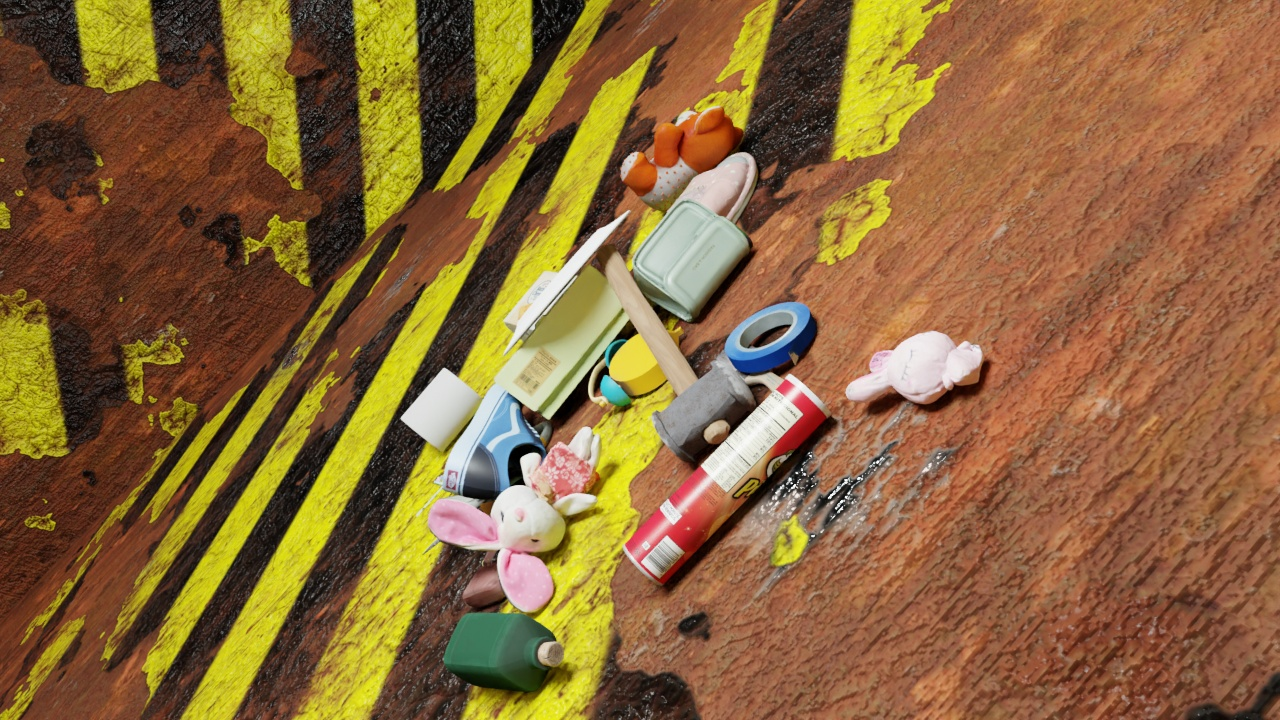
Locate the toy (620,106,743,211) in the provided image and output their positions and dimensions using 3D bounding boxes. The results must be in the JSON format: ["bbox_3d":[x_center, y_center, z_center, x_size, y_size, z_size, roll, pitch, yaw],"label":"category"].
[{"bbox_3d":[0.061,-0.297,1.321,0.173,0.163,0.093,-39,72,14],"label":"toy"}]

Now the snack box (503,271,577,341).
[{"bbox_3d":[-0.110,-0.066,1.309,0.104,0.057,0.208,-52,28,-12],"label":"snack box"}]

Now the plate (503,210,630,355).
[{"bbox_3d":[-0.098,-0.102,1.163,0.242,0.016,0.242,-48,6,6],"label":"plate"}]

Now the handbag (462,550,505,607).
[{"bbox_3d":[-0.158,0.218,1.027,0.055,0.029,0.119,-26,28,30],"label":"handbag"}]

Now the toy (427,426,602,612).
[{"bbox_3d":[-0.107,0.154,0.970,0.194,0.159,0.084,-45,-18,-17],"label":"toy"}]

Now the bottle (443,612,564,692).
[{"bbox_3d":[-0.120,0.272,0.856,0.132,0.061,0.061,-15,42,45],"label":"bottle"}]

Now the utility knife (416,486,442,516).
[{"bbox_3d":[-0.245,0.149,1.220,0.022,0.015,0.161,-22,24,49],"label":"utility knife"}]

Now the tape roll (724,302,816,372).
[{"bbox_3d":[0.132,-0.024,0.935,0.093,0.016,0.091,-8,36,40],"label":"tape roll"}]

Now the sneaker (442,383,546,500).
[{"bbox_3d":[-0.157,0.101,1.108,0.240,0.098,0.083,-74,-2,-67],"label":"sneaker"}]

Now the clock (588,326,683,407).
[{"bbox_3d":[-0.006,0.006,1.084,0.130,0.044,0.098,-25,33,22],"label":"clock"}]

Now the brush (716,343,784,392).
[{"bbox_3d":[0.119,0.010,0.933,0.039,0.012,0.151,-46,28,-1],"label":"brush"}]

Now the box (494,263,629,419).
[{"bbox_3d":[-0.078,-0.015,1.131,0.188,0.127,0.066,-50,49,5],"label":"box"}]

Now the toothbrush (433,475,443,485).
[{"bbox_3d":[-0.231,0.161,1.214,0.022,0.016,0.155,-17,6,-38],"label":"toothbrush"}]

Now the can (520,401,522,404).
[{"bbox_3d":[-0.193,0.085,1.245,0.032,0.032,0.095,-16,40,44],"label":"can"}]

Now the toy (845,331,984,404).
[{"bbox_3d":[0.223,0.007,0.755,0.110,0.047,0.063,-16,30,49],"label":"toy"}]

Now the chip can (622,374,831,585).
[{"bbox_3d":[0.076,0.107,0.817,0.215,0.052,0.052,-46,27,1],"label":"chip can"}]

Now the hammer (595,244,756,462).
[{"bbox_3d":[0.015,-0.028,0.993,0.098,0.052,0.328,-41,45,10],"label":"hammer"}]

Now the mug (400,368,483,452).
[{"bbox_3d":[-0.291,0.075,1.364,0.096,0.078,0.112,-51,-1,-10],"label":"mug"}]

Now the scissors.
[{"bbox_3d":[-0.170,0.154,1.110,0.226,0.016,0.229,-5,40,46],"label":"scissors"}]

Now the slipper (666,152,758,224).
[{"bbox_3d":[0.077,-0.191,1.219,0.114,0.054,0.273,-13,40,46],"label":"slipper"}]

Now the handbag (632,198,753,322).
[{"bbox_3d":[0.059,-0.123,1.105,0.121,0.106,0.067,-51,-13,-13],"label":"handbag"}]
